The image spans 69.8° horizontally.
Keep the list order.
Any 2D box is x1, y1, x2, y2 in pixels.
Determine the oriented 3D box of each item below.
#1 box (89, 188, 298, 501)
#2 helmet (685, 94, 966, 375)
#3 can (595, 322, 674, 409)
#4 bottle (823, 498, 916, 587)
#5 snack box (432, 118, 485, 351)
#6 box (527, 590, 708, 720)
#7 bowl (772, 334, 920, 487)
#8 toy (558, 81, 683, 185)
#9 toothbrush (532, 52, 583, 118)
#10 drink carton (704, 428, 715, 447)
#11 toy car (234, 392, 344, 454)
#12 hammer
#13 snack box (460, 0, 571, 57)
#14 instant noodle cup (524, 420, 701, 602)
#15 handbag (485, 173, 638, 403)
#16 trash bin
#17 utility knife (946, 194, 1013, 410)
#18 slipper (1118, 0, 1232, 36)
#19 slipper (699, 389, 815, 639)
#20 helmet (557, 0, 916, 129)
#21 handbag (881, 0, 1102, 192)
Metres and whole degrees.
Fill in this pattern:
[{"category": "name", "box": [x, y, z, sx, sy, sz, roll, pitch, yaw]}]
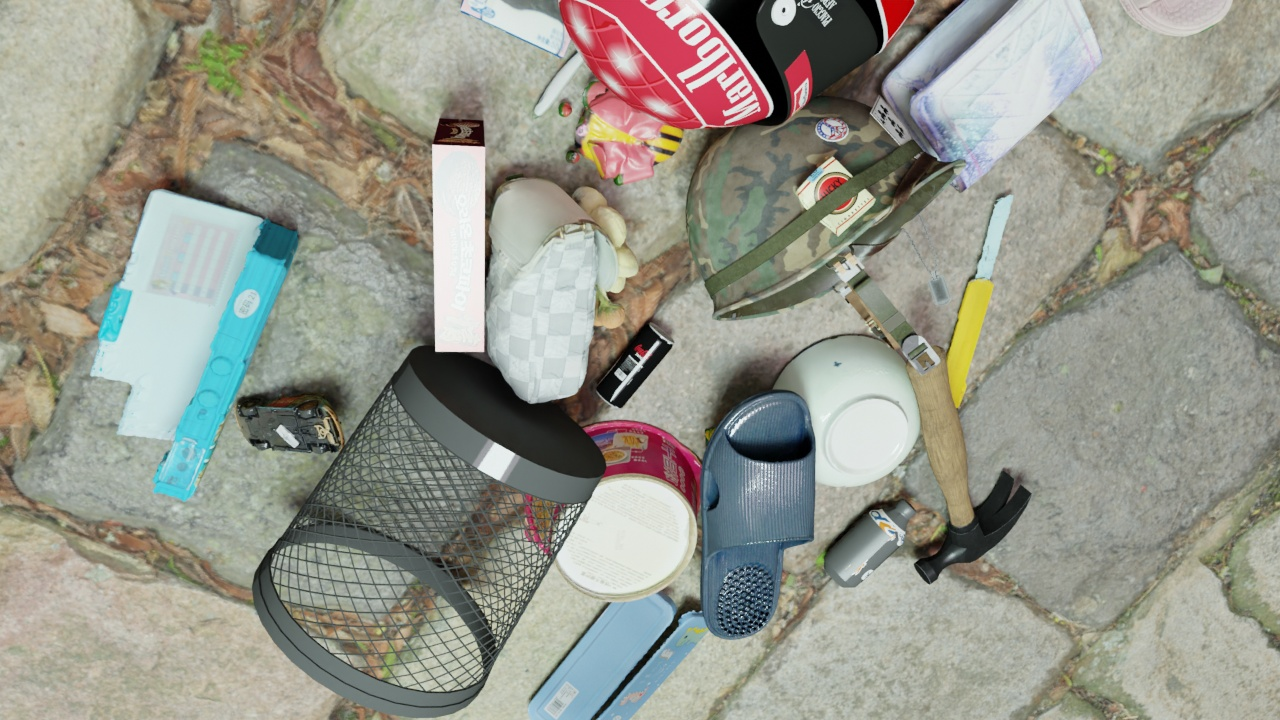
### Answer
[{"category": "box", "box": [-0.373, -0.016, 0.736, 0.117, 0.097, 0.227, 23, 107, -20]}, {"category": "helmet", "box": [0.154, -0.096, 0.730, 0.224, 0.192, 0.236, -19, 85, 13]}, {"category": "can", "box": [-0.005, 0.005, 0.842, 0.031, 0.031, 0.080, 35, 103, -21]}, {"category": "bottle", "box": [0.240, 0.188, 0.954, 0.047, 0.047, 0.112, 39, 102, -22]}, {"category": "snack box", "box": [-0.141, -0.102, 0.718, 0.036, 0.132, 0.152, 0, 112, -10]}, {"category": "box", "box": [-0.019, 0.328, 0.968, 0.122, 0.047, 0.210, 33, 105, -19]}, {"category": "bowl", "box": [0.204, 0.059, 0.880, 0.153, 0.073, 0.154, -4, 114, -10]}, {"category": "toy", "box": [-0.012, -0.188, 0.756, 0.103, 0.046, 0.084, -11, 101, -10]}, {"category": "toothbrush", "box": [-0.031, -0.272, 0.731, 0.017, 0.016, 0.189, 36, 102, -11]}, {"category": "drink carton", "box": [0.093, 0.131, 0.897, 0.041, 0.058, 0.123, -9, 114, -6]}, {"category": "toy car", "box": [-0.298, 0.052, 0.804, 0.112, 0.047, 0.047, 1, 115, 21]}, {"category": "hammer", "box": [0.302, 0.096, 0.883, 0.132, 0.040, 0.306, -33, 131, -6]}, {"category": "snack box", "box": [-0.069, -0.320, 0.694, 0.088, 0.033, 0.154, 20, 108, -18]}, {"category": "instant noodle cup", "box": [-0.020, 0.154, 0.877, 0.178, 0.077, 0.179, -3, 113, -8]}, {"category": "handbag", "box": [-0.067, -0.056, 0.765, 0.123, 0.112, 0.172, -9, 124, -31]}, {"category": "trash bin", "box": [-0.168, 0.134, 0.774, 0.217, 0.217, 0.227, 30, 100, -20]}, {"category": "utility knife", "box": [0.322, -0.048, 0.885, 0.030, 0.019, 0.228, 1, 117, -16]}, {"category": "slipper", "box": [0.426, -0.371, 0.742, 0.094, 0.064, 0.239, -33, 112, 5]}, {"category": "slipper", "box": [0.106, 0.157, 0.831, 0.101, 0.082, 0.264, 1, 112, -14]}, {"category": "helmet", "box": [0.057, -0.270, 0.634, 0.224, 0.198, 0.271, -53, 131, -1]}, {"category": "handbag", "box": [0.297, -0.239, 0.777, 0.159, 0.069, 0.126, -44, 127, 10]}]
